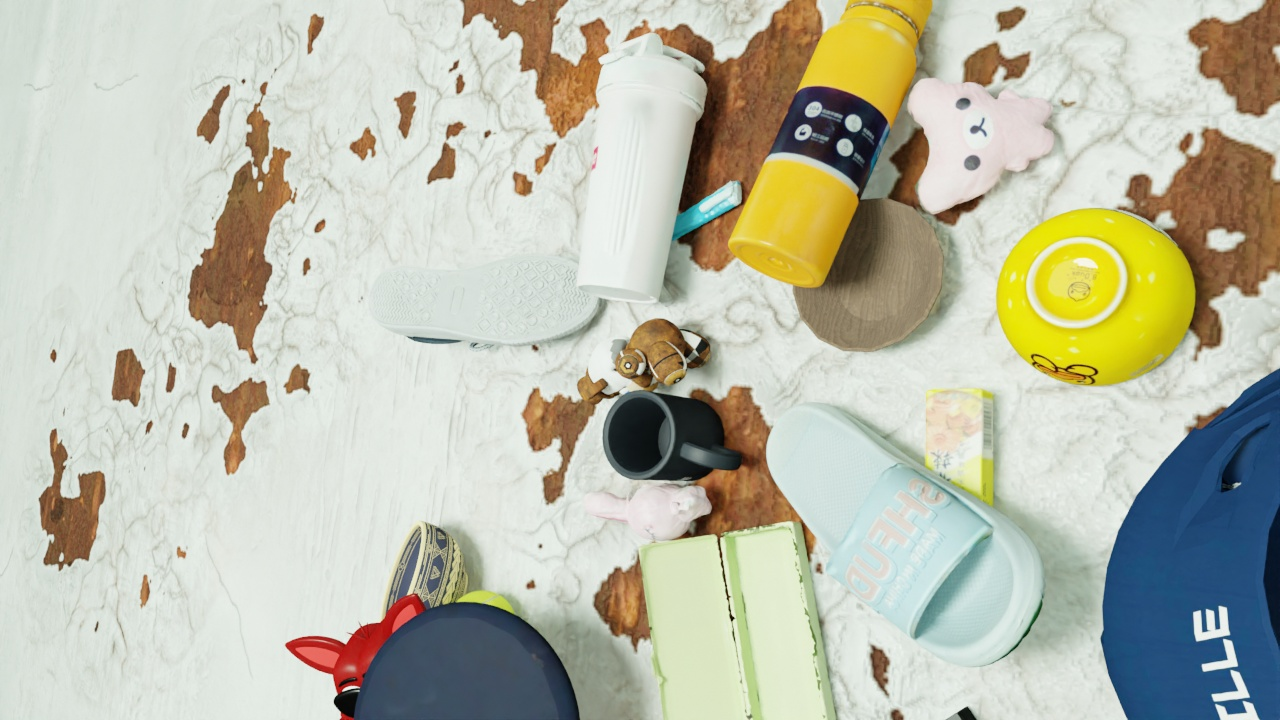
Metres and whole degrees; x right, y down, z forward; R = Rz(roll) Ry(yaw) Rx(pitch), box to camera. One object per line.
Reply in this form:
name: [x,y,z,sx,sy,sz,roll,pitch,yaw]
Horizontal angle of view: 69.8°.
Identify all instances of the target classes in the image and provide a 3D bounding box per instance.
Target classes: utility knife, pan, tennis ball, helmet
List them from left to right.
pan: [-0.193,0.352,0.727,0.199,0.021,0.356,42,95,21]
tennis ball: [-0.149,0.248,0.856,0.065,0.065,0.065,-6,80,35]
utility knife: [0.037,-0.122,0.810,0.124,0.015,0.022,-26,64,33]
helmet: [0.354,0.117,0.433,0.272,0.223,0.232,-38,71,-8]

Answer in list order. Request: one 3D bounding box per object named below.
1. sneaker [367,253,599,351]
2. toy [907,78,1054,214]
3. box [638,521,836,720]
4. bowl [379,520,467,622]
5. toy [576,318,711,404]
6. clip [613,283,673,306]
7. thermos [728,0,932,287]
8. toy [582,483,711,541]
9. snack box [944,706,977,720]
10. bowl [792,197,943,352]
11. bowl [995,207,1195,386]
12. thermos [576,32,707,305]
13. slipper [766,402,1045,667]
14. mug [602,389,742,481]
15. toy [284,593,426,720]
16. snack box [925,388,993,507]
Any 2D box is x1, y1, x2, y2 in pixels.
sneaker: [-0.148,-0.049,0.893,0.236,0.087,0.089,2,75,14]
toy: [0.241,-0.158,0.648,0.096,0.052,0.099,-6,83,22]
box: [0.076,0.226,0.711,0.141,0.047,0.187,-12,76,9]
bowl: [-0.205,0.219,0.897,0.113,0.061,0.112,-51,27,39]
toy: [-0.005,0.005,0.782,0.113,0.087,0.067,-38,86,33]
clip: [-0.015,-0.078,0.835,0.054,0.040,0.101,-35,69,12]
thermos: [0.139,-0.175,0.685,0.091,0.076,0.232,18,81,42]
toy: [0.007,0.125,0.765,0.110,0.063,0.047,-3,83,38]
snack box: [0.226,0.317,0.603,0.080,0.025,0.147,-44,61,22]
bowl: [0.174,-0.062,0.692,0.118,0.030,0.117,-7,78,35]
bowl: [0.284,-0.044,0.588,0.117,0.067,0.117,-6,80,35]
thermos: [-0.002,-0.163,0.785,0.099,0.099,0.220,5,83,36]
slipper: [0.158,0.110,0.624,0.245,0.074,0.104,45,120,48]
mug: [0.032,0.068,0.745,0.105,0.077,0.071,18,94,36]
toy: [-0.207,0.309,0.818,0.159,0.120,0.197,-24,108,23]
snack box: [0.221,0.093,0.637,0.040,0.028,0.148,-3,82,36]
